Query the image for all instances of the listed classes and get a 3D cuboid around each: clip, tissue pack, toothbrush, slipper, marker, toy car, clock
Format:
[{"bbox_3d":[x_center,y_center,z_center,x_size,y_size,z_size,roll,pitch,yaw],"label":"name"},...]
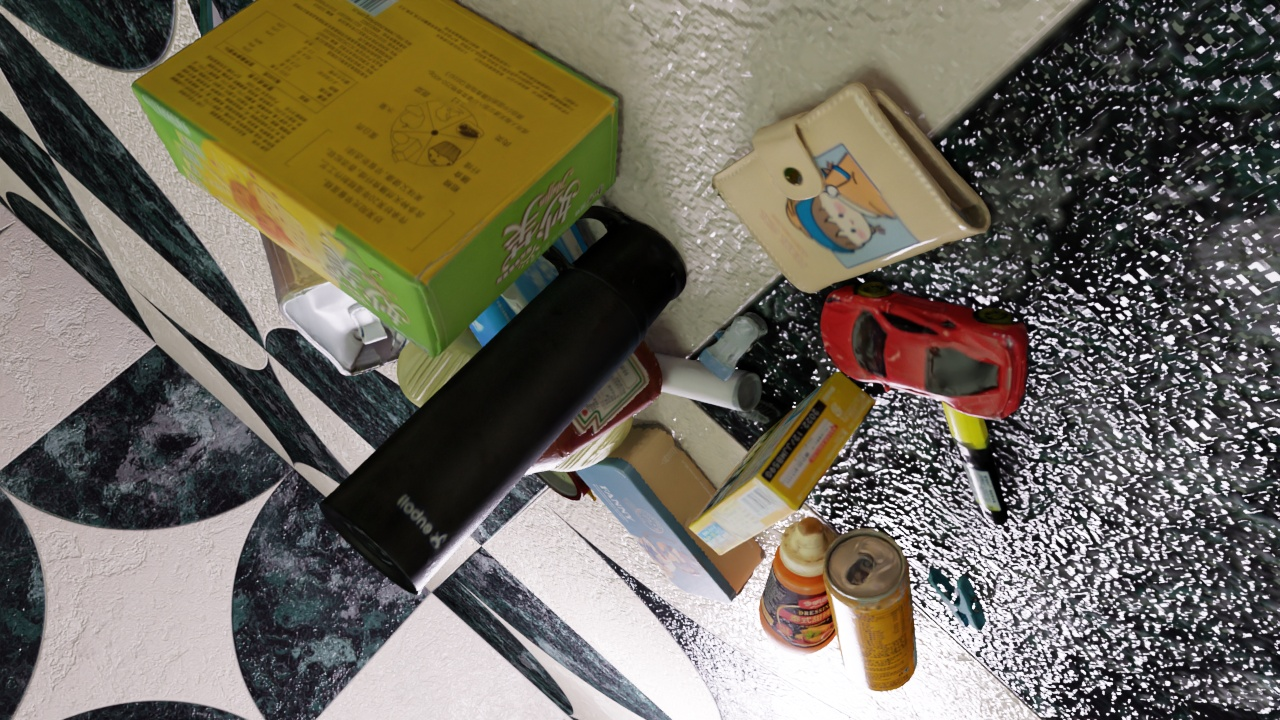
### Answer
[{"bbox_3d":[0.059,-0.012,0.559,0.027,0.044,0.058,44,146,2],"label":"clip"},{"bbox_3d":[-0.083,-0.068,0.584,0.052,0.094,0.157,11,139,46],"label":"tissue pack"},{"bbox_3d":[0.025,0.019,0.659,0.190,0.016,0.014,15,140,46],"label":"toothbrush"},{"bbox_3d":[-0.004,0.004,0.664,0.026,0.026,0.221,20,175,-43],"label":"toothbrush"},{"bbox_3d":[-0.089,0.014,0.678,0.190,0.081,0.092,26,125,-34],"label":"slipper"},{"bbox_3d":[0.180,0.050,0.490,0.018,0.015,0.124,10,143,40],"label":"marker"},{"bbox_3d":[0.130,-0.005,0.437,0.106,0.031,0.049,21,126,42],"label":"toy car"},{"bbox_3d":[0.215,0.161,0.615,0.039,0.013,0.056,2,134,55],"label":"clip"},{"bbox_3d":[-0.068,0.077,0.836,0.082,0.055,0.122,28,150,28],"label":"clock"}]

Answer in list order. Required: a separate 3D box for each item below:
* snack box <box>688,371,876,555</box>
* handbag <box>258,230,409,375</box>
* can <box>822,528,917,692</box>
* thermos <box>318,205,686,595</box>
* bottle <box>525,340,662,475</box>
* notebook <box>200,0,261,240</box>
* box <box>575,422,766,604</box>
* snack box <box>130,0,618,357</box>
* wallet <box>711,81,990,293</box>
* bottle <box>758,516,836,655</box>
[{"bbox_3d":[0.083,0.068,0.569,0.034,0.086,0.141,41,155,3],"label":"snack box"},{"bbox_3d":[-0.212,-0.106,0.630,0.145,0.098,0.197,106,142,-67],"label":"handbag"},{"bbox_3d":[0.168,0.184,0.666,0.058,0.058,0.146,23,149,35],"label":"can"},{"bbox_3d":[-0.075,0.008,0.517,0.090,0.241,0.069,46,152,-11],"label":"thermos"},{"bbox_3d":[-0.074,0.048,0.577,0.060,0.205,0.060,33,139,33],"label":"bottle"},{"bbox_3d":[-0.295,-0.166,0.699,0.150,0.012,0.209,79,170,-51],"label":"notebook"},{"bbox_3d":[0.022,0.124,0.781,0.184,0.059,0.090,49,153,-18],"label":"box"},{"bbox_3d":[-0.138,-0.122,0.501,0.210,0.157,0.070,34,154,16],"label":"snack box"},{"bbox_3d":[0.087,-0.075,0.415,0.087,0.024,0.115,43,157,-14],"label":"wallet"},{"bbox_3d":[0.126,0.169,0.707,0.067,0.066,0.150,28,145,28],"label":"bottle"}]
